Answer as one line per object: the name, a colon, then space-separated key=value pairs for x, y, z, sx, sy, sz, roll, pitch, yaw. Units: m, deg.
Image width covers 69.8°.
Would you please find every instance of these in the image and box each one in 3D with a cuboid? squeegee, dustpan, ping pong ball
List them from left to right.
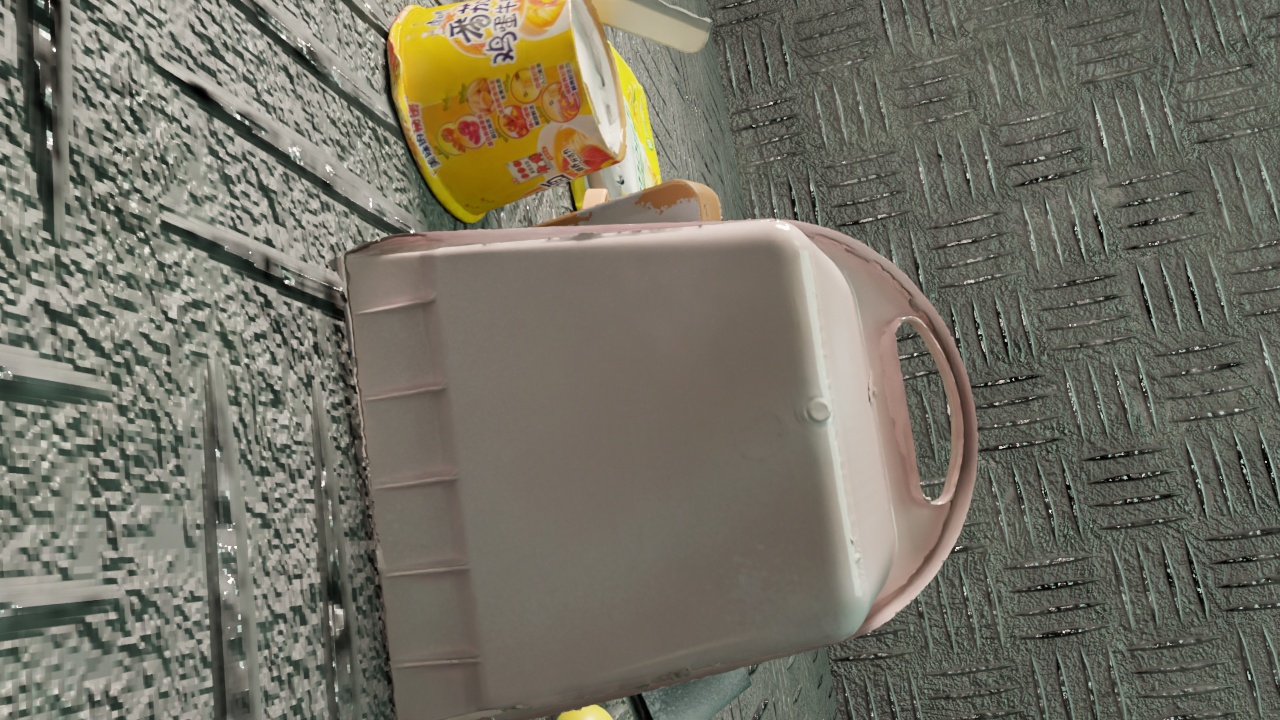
ping pong ball: x=-0.034 y=0.229 z=0.556 sx=0.040 sy=0.040 sz=0.040 roll=-11 pitch=89 yaw=-77
squeegee: x=-0.041 y=-0.183 z=0.701 sx=0.039 sy=0.246 sz=0.247 roll=-44 pitch=150 yaw=-20
dustpan: x=0.018 y=0.043 z=0.433 sx=0.138 sy=0.274 sz=0.222 roll=8 pitch=76 yaw=-73

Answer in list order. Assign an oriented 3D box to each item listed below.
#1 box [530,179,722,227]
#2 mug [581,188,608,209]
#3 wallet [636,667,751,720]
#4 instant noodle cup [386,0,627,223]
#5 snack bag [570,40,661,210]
box: x=0.015 y=-0.001 z=0.551 sx=0.156 sy=0.194 sz=0.183 roll=-8 pitch=90 yaw=-45
mug: x=-0.033 y=-0.079 z=0.724 sx=0.105 sy=0.082 sz=0.115 roll=-86 pitch=174 yaw=-56
wallet: x=0.038 y=0.251 z=0.755 sx=0.019 sy=0.097 sz=0.121 roll=21 pitch=-44 yaw=55
instant noodle cup: x=-0.074 y=-0.164 z=0.572 sx=0.138 sy=0.110 sz=0.138 roll=-10 pitch=89 yaw=-76
snack bag: x=-0.023 y=-0.179 z=0.905 sx=0.158 sy=0.068 sz=0.246 roll=1 pitch=78 yaw=-77
